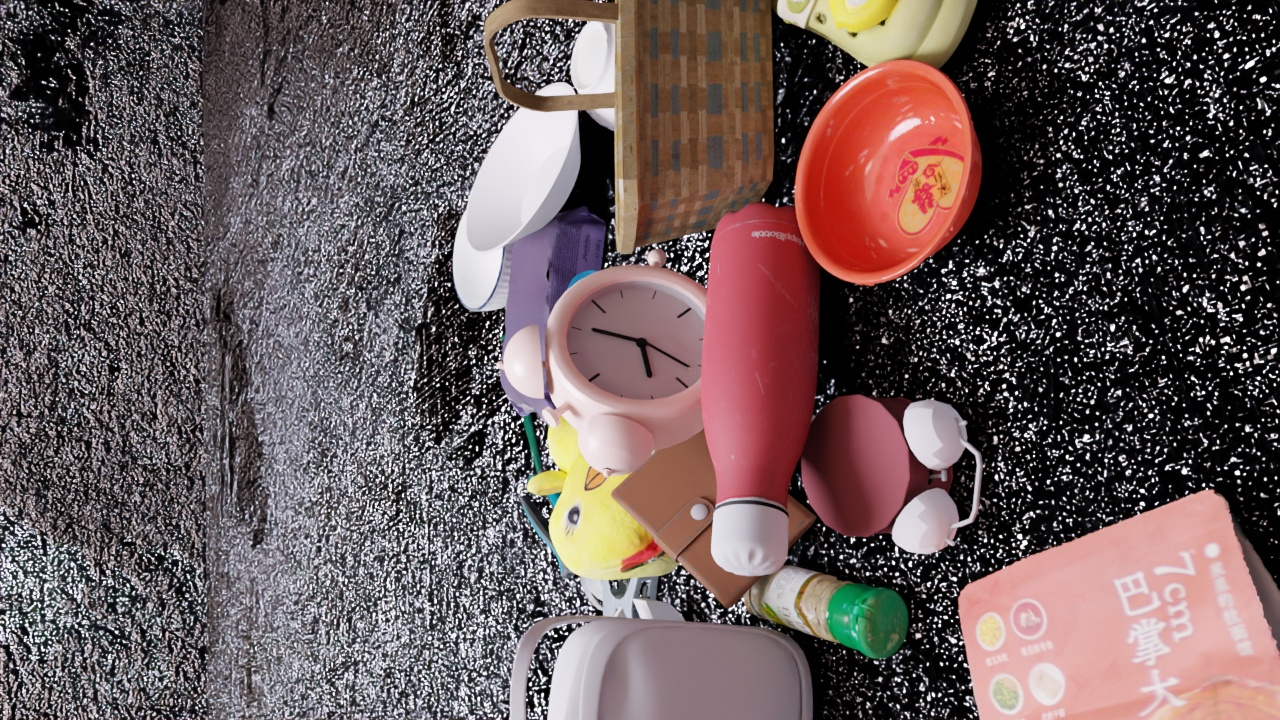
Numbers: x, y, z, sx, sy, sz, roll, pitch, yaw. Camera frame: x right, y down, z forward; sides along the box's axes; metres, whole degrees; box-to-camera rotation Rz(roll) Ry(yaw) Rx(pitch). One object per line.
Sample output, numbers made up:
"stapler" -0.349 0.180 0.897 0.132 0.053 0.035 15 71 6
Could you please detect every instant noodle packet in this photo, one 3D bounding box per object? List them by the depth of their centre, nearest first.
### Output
"instant noodle packet" 0.223 0.186 0.409 0.165 0.084 0.220 -47 42 48

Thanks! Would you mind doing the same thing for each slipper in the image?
"slipper" 0.126 -0.243 0.572 0.190 0.081 0.092 50 124 48

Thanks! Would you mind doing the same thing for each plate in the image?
"plate" -0.099 -0.168 0.845 0.174 0.036 0.173 -32 45 38

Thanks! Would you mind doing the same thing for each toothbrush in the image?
"toothbrush" -0.123 0.055 0.950 0.016 0.017 0.189 -45 52 42

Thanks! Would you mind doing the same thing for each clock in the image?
"clock" 0.147 0.064 0.542 0.125 0.044 0.087 7 93 55
"clock" -0.004 0.004 0.652 0.131 0.160 0.086 43 146 22

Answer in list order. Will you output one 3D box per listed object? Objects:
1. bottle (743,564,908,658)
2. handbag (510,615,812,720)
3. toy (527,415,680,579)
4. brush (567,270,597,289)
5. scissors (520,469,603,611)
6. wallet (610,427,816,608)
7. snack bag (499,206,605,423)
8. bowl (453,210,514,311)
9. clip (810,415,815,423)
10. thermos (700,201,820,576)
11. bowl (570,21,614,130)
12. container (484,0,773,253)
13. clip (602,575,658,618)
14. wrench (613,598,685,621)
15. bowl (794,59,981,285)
"bottle" 0.113 0.155 0.582 0.111 0.043 0.043 0 87 55
"handbag" 0.011 0.276 0.570 0.096 0.215 0.222 151 126 -61
"toy" -0.018 0.097 0.729 0.134 0.092 0.207 -38 46 3
"brush" -0.034 -0.035 0.773 0.075 0.055 0.135 73 177 -46
"scissors" -0.069 0.163 0.857 0.131 0.019 0.149 -6 81 44
"wallet" 0.048 0.101 0.633 0.121 0.087 0.013 39 164 33
"snack bag" -0.089 -0.044 0.876 0.096 0.058 0.205 9 93 54
"bowl" -0.143 -0.108 0.955 0.118 0.062 0.118 -6 82 54
"clip" 0.084 0.055 0.643 0.102 0.057 0.054 11 71 56
"thermos" 0.073 0.014 0.570 0.073 0.073 0.239 -32 44 49
"bowl" -0.019 -0.255 0.793 0.114 0.063 0.113 -7 81 55
"container" -0.011 -0.209 0.643 0.157 0.186 0.249 109 161 -84
"clip" -0.001 0.230 0.753 0.106 0.027 0.163 -11 78 52
"wrench" 0.016 0.318 0.696 0.018 0.086 0.273 -10 89 54
"bowl" 0.154 -0.108 0.547 0.131 0.045 0.130 -8 80 54
